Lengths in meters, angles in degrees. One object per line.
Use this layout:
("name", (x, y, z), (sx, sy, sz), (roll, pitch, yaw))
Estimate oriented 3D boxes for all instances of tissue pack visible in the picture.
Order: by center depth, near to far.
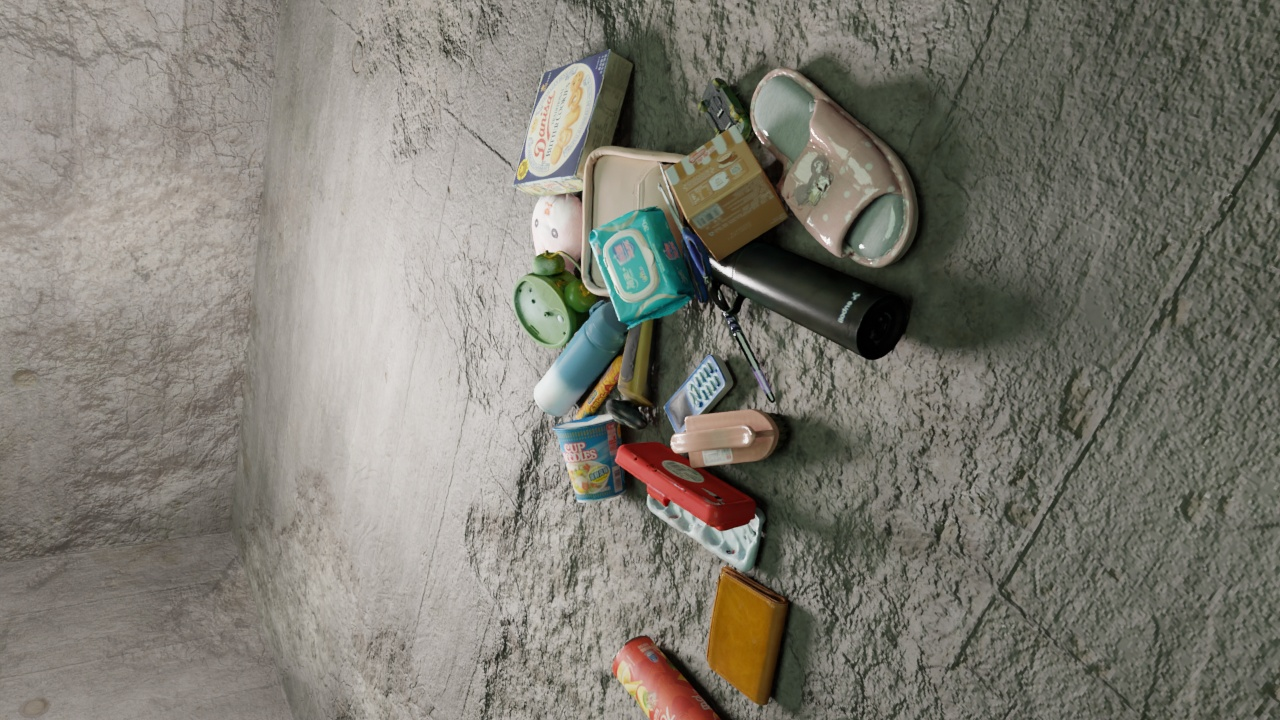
("tissue pack", (0.002, -0.111, 1.097), (0.093, 0.050, 0.133), (-25, 84, 31))

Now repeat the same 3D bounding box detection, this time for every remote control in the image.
("remote control", (0.072, 0.045, 1.135), (0.125, 0.024, 0.049), (-51, 53, 42))

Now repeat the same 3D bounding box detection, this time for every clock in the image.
("clock", (-0.123, -0.091, 1.332), (0.116, 0.056, 0.162), (43, 138, 12))

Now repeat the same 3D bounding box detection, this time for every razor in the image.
("razor", (-0.007, 0.007, 1.214), (0.062, 0.067, 0.167), (16, 99, 51))

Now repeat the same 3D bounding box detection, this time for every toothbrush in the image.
("toothbrush", (0.110, -0.035, 1.058), (0.014, 0.016, 0.189), (-33, 77, 33))

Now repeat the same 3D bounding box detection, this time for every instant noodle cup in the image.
("instant noodle cup", (-0.063, 0.137, 1.279), (0.099, 0.099, 0.110), (-8, 95, 54))

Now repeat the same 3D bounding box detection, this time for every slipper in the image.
("slipper", (0.183, -0.203, 0.935), (0.114, 0.054, 0.274), (-58, 48, 39))

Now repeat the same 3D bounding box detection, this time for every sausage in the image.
("sausage", (-0.056, 0.044, 1.314), (0.166, 0.021, 0.021), (-54, 51, 42))

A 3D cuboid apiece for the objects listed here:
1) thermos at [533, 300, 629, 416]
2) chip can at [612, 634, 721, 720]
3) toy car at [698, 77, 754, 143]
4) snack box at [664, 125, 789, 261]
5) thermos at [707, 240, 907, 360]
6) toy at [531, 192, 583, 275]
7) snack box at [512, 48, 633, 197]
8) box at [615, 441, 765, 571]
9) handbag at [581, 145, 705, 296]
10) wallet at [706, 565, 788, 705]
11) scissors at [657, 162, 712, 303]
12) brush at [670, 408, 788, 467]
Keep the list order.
("thermos", (-0.082, -0.002, 1.311), (0.221, 0.070, 0.070), (-50, 54, 44))
("chip can", (0.047, 0.443, 1.162), (0.216, 0.073, 0.073), (37, 122, 48))
("toy car", (0.100, -0.286, 1.059), (0.043, 0.036, 0.091), (-55, 51, 42))
("snack box", (0.093, -0.181, 0.996), (0.093, 0.077, 0.094), (-31, 45, 14))
("thermos", (0.161, -0.064, 0.964), (0.242, 0.068, 0.090), (32, 105, 50))
("toy", (-0.121, -0.174, 1.365), (0.121, 0.054, 0.160), (31, 125, 46))
("snack box", (-0.099, -0.326, 1.283), (0.183, 0.045, 0.178), (7, 80, 53))
("box", (0.051, 0.177, 1.114), (0.201, 0.095, 0.100), (26, 111, 49))
("handbag", (0.032, -0.171, 1.138), (0.235, 0.093, 0.193), (6, 99, 45))
("wallet", (0.116, 0.320, 1.085), (0.119, 0.035, 0.131), (25, 111, 51))
("scissors", (0.051, -0.143, 1.042), (0.162, 0.012, 0.162), (-127, 19, -71))
("brush", (0.102, 0.089, 1.056), (0.146, 0.073, 0.063), (-12, 82, 52))
